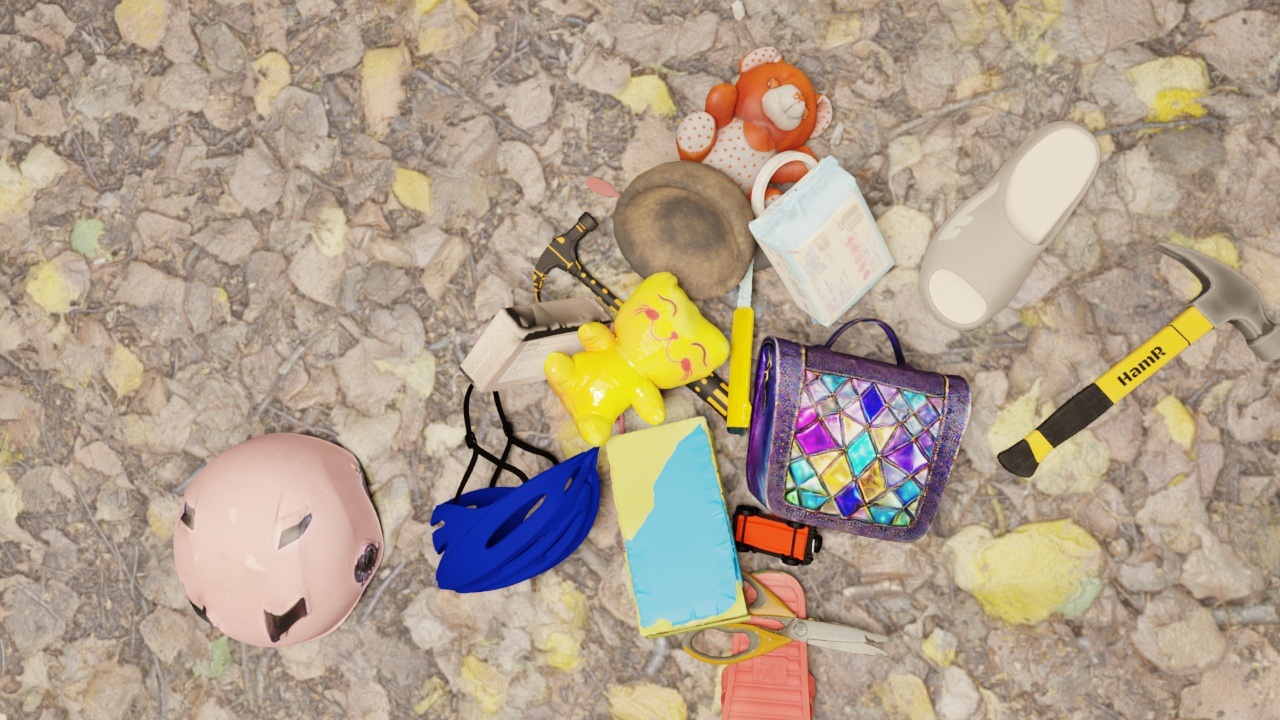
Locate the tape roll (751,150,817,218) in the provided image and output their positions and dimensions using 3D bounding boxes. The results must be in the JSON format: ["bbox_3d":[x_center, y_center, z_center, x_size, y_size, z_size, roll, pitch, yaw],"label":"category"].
[{"bbox_3d":[0.164,-0.186,1.020,0.093,0.093,0.013,-56,40,1],"label":"tape roll"}]

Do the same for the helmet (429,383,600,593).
[{"bbox_3d":[-0.160,0.134,1.017,0.242,0.147,0.227,-32,86,9],"label":"helmet"}]

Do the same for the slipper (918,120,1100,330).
[{"bbox_3d":[0.411,-0.154,1.001,0.113,0.080,0.266,40,91,5],"label":"slipper"}]

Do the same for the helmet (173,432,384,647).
[{"bbox_3d":[-0.426,0.215,1.053,0.230,0.152,0.255,6,93,4],"label":"helmet"}]

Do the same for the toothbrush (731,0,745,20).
[{"bbox_3d":[0.099,-0.420,1.007,0.010,0.181,0.010,-40,77,6],"label":"toothbrush"}]

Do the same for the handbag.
[{"bbox_3d":[0.220,0.064,0.969,0.205,0.125,0.222,12,91,-4],"label":"handbag"}]

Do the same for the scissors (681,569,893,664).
[{"bbox_3d":[0.159,0.278,0.999,0.228,0.016,0.133,-1,69,9],"label":"scissors"}]

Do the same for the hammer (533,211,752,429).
[{"bbox_3d":[0.007,-0.029,1.068,0.320,0.036,0.123,42,98,9],"label":"hammer"}]

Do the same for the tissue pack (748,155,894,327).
[{"bbox_3d":[0.200,-0.121,0.992,0.112,0.182,0.070,-44,48,-1],"label":"tissue pack"}]

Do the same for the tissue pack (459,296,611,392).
[{"bbox_3d":[-0.119,-0.022,0.996,0.071,0.181,0.104,46,116,12],"label":"tissue pack"}]

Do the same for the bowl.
[{"bbox_3d":[0.055,-0.150,1.016,0.162,0.163,0.070,27,51,8],"label":"bowl"}]

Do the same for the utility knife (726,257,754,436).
[{"bbox_3d":[0.115,-0.024,1.026,0.031,0.019,0.218,-2,82,36],"label":"utility knife"}]

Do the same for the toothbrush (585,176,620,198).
[{"bbox_3d":[0.019,-0.173,1.087,0.184,0.015,0.015,26,90,5],"label":"toothbrush"}]

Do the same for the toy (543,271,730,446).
[{"bbox_3d":[-0.006,0.006,0.997,0.193,0.087,0.134,-38,85,-14],"label":"toy"}]

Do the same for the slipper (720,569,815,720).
[{"bbox_3d":[0.140,0.359,1.011,0.103,0.059,0.248,4,71,11],"label":"slipper"}]

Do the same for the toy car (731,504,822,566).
[{"bbox_3d":[0.151,0.194,1.025,0.100,0.048,0.051,10,96,28],"label":"toy car"}]

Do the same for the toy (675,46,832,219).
[{"bbox_3d":[0.135,-0.258,1.035,0.163,0.093,0.172,38,87,-17],"label":"toy"}]

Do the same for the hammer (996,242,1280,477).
[{"bbox_3d":[0.526,0.014,1.002,0.324,0.034,0.170,-40,81,4],"label":"hammer"}]

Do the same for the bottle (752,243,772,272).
[{"bbox_3d":[0.180,-0.134,1.053,0.113,0.030,0.030,-19,84,6],"label":"bottle"}]

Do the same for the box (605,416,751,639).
[{"bbox_3d":[0.040,0.184,1.002,0.124,0.082,0.220,-15,72,5],"label":"box"}]

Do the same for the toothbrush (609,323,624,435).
[{"bbox_3d":[-0.031,0.024,1.061,0.016,0.021,0.135,-4,103,2],"label":"toothbrush"}]
